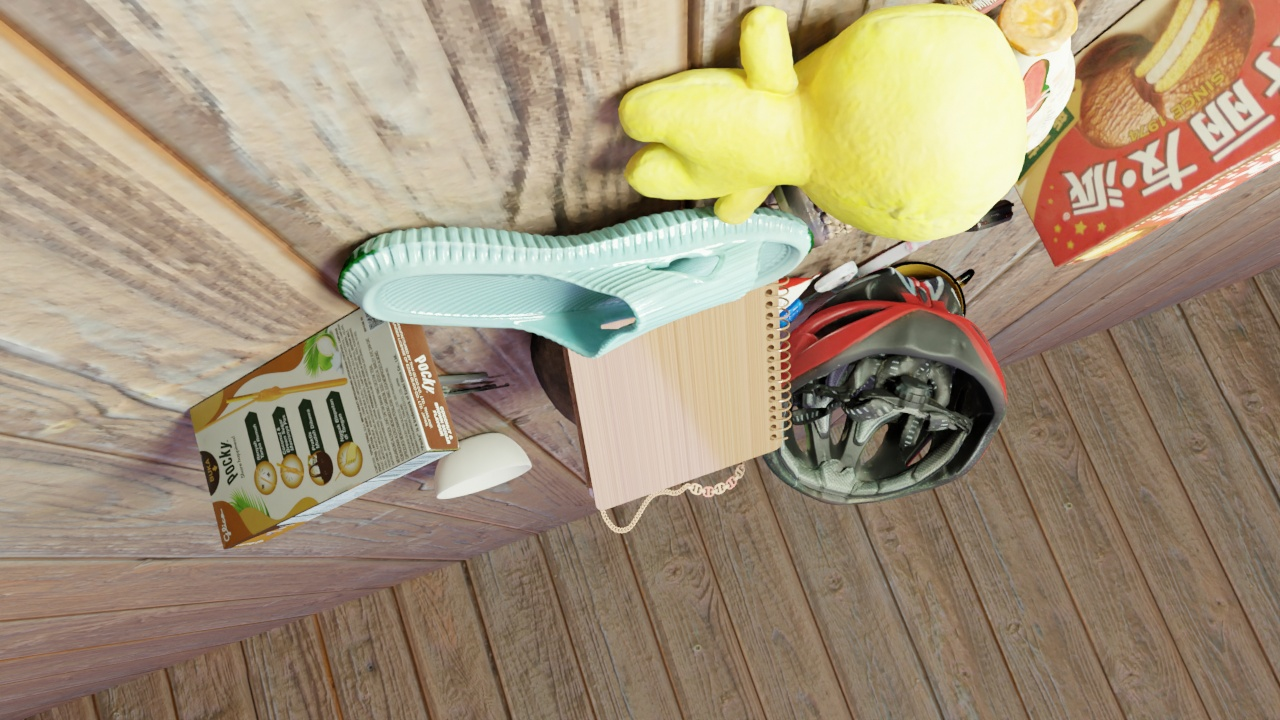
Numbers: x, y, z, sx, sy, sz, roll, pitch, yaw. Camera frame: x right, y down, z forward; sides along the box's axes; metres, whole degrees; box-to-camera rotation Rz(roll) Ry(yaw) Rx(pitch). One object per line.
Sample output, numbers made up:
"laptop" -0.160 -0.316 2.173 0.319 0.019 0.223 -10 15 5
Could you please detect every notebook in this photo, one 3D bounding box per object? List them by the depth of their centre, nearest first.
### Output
"notebook" 0.032 0.000 0.661 0.169 0.022 0.211 -17 125 -14

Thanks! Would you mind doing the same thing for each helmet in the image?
"helmet" 0.223 0.037 0.885 0.217 0.166 0.273 12 137 -5

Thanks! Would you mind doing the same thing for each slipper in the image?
"slipper" -0.029 -0.037 0.529 0.275 0.069 0.116 -5 166 -18

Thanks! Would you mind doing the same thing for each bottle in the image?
"bottle" 0.198 -0.152 0.488 0.063 0.063 0.109 -21 165 5
"bottle" 0.138 -0.113 0.573 0.105 0.056 0.056 -23 167 13

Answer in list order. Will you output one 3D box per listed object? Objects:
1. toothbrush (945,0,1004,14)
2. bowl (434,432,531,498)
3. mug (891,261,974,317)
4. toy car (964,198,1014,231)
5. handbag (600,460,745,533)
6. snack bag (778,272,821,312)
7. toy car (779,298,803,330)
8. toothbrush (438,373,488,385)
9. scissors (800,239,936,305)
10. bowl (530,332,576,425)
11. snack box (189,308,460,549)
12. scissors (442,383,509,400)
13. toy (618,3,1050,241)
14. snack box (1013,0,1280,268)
"toothbrush" 0.109 -0.148 0.480 0.185 0.015 0.015 -28 163 35
"bowl" -0.188 0.117 1.065 0.114 0.050 0.115 -19 168 -4
"mug" 0.306 -0.056 0.991 0.124 0.100 0.094 -37 166 11
"toy car" 0.246 -0.115 0.713 0.040 0.037 0.092 -18 -160 -14
"handbag" 0.062 0.074 0.938 0.198 0.187 0.117 -6 179 -35
"snack bag" 0.081 -0.039 0.834 0.131 0.039 0.143 -32 169 39
"toy car" 0.146 -0.030 0.899 0.033 0.062 0.092 -44 -167 -8
"toothbrush" -0.180 0.017 0.742 0.013 0.013 0.167 -27 168 29
"scissors" 0.200 -0.082 0.878 0.171 0.013 0.174 -27 175 28
"bowl" -0.005 0.004 0.740 0.162 0.070 0.162 -10 156 -5
"snack box" -0.211 0.044 0.599 0.186 0.101 0.031 -25 167 24
"scissors" -0.189 0.032 0.788 0.121 0.014 0.159 -10 179 12
"toy" 0.095 -0.108 0.442 0.208 0.092 0.134 4 154 5
"snack box" 0.327 -0.157 0.546 0.060 0.113 0.237 -15 167 -25
